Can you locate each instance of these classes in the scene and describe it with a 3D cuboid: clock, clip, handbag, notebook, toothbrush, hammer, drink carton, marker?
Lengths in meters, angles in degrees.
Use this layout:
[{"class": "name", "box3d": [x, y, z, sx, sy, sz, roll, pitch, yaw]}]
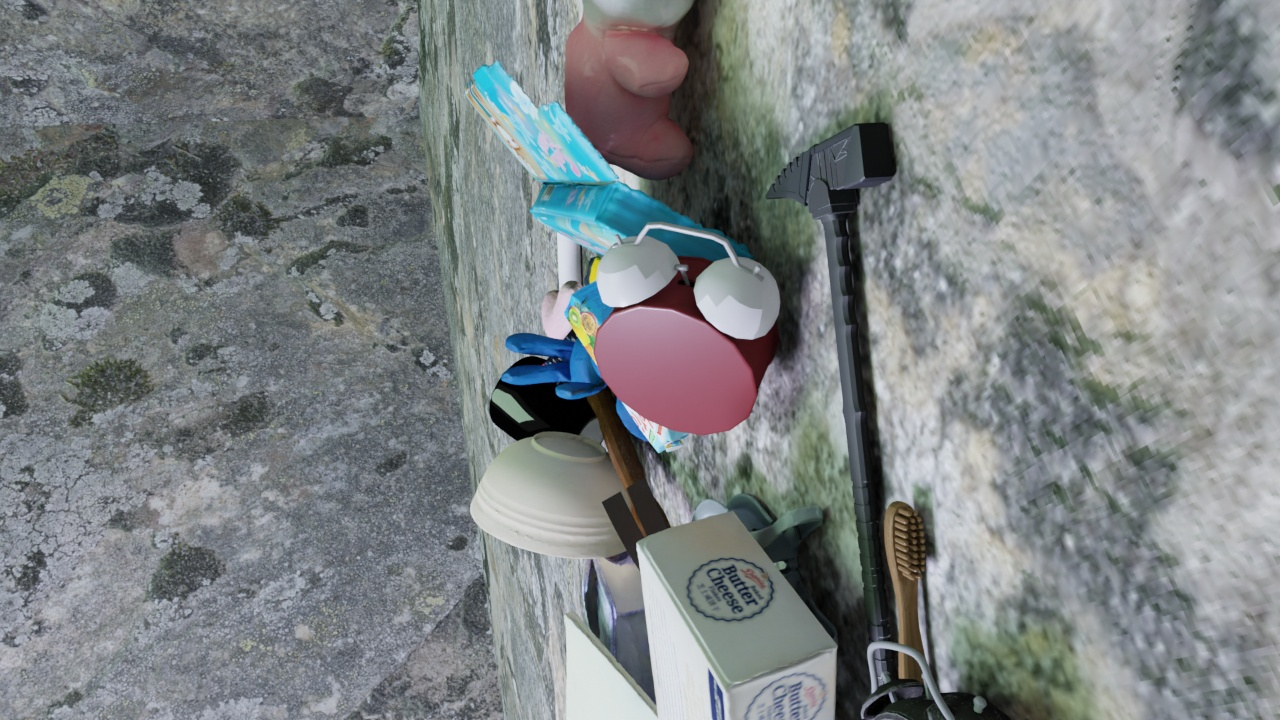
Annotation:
[{"class": "clock", "box3d": [0.025, -0.016, 0.488, 0.138, 0.096, 0.048, 87, -155, -45]}, {"class": "clip", "box3d": [0.069, 0.132, 0.528, 0.163, 0.028, 0.107, 150, 112, -74]}, {"class": "handbag", "box3d": [-0.015, 0.249, 0.795, 0.126, 0.069, 0.159, -137, 41, -70]}, {"class": "notebook", "box3d": [0.010, 0.333, 0.698, 0.252, 0.010, 0.182, 36, 133, 45]}, {"class": "toothbrush", "box3d": [0.115, 0.142, 0.382, 0.016, 0.016, 0.167, -169, 74, -80]}, {"class": "hammer", "box3d": [-0.006, 0.093, 0.727, 0.115, 0.033, 0.322, 60, -179, -26]}, {"class": "hammer", "box3d": [0.099, 0.065, 0.418, 0.095, 0.015, 0.325, 176, 87, -74]}, {"class": "drink carton", "box3d": [-0.004, 0.004, 0.639, 0.129, 0.038, 0.044, 55, 158, 8]}, {"class": "marker", "box3d": [-0.073, -0.116, 0.946, 0.027, 0.023, 0.133, -75, -15, -71]}, {"class": "clock", "box3d": [0.117, 0.162, 0.330, 0.091, 0.043, 0.122, 140, 124, -73]}]

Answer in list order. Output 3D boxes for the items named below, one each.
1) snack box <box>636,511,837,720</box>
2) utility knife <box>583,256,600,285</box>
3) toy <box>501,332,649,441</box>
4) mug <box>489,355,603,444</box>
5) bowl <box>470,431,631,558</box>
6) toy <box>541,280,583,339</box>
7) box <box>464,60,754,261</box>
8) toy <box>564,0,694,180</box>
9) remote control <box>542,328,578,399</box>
[{"class": "snack box", "box3d": [0.051, 0.192, 0.485, 0.104, 0.057, 0.208, -129, 27, -53]}, {"class": "utility knife", "box3d": [0.005, -0.037, 0.644, 0.163, 0.017, 0.030, 38, 130, 50]}, {"class": "toy", "box3d": [-0.032, 0.006, 0.722, 0.177, 0.071, 0.112, -1, 87, 40]}, {"class": "mug", "box3d": [-0.077, 0.039, 0.915, 0.100, 0.118, 0.085, 30, 171, 28]}, {"class": "bowl", "box3d": [-0.070, 0.109, 0.814, 0.151, 0.150, 0.075, -138, 58, -68]}, {"class": "toy", "box3d": [-0.060, -0.027, 0.877, 0.096, 0.052, 0.099, 67, 161, -4]}, {"class": "box", "box3d": [-0.041, -0.111, 0.588, 0.056, 0.185, 0.227, -53, 20, -1]}, {"class": "toy", "box3d": [-0.007, -0.225, 0.558, 0.214, 0.084, 0.141, 97, 160, -47]}, {"class": "remote control", "box3d": [-0.045, -0.012, 0.817, 0.047, 0.022, 0.151, 43, 146, -3]}]
